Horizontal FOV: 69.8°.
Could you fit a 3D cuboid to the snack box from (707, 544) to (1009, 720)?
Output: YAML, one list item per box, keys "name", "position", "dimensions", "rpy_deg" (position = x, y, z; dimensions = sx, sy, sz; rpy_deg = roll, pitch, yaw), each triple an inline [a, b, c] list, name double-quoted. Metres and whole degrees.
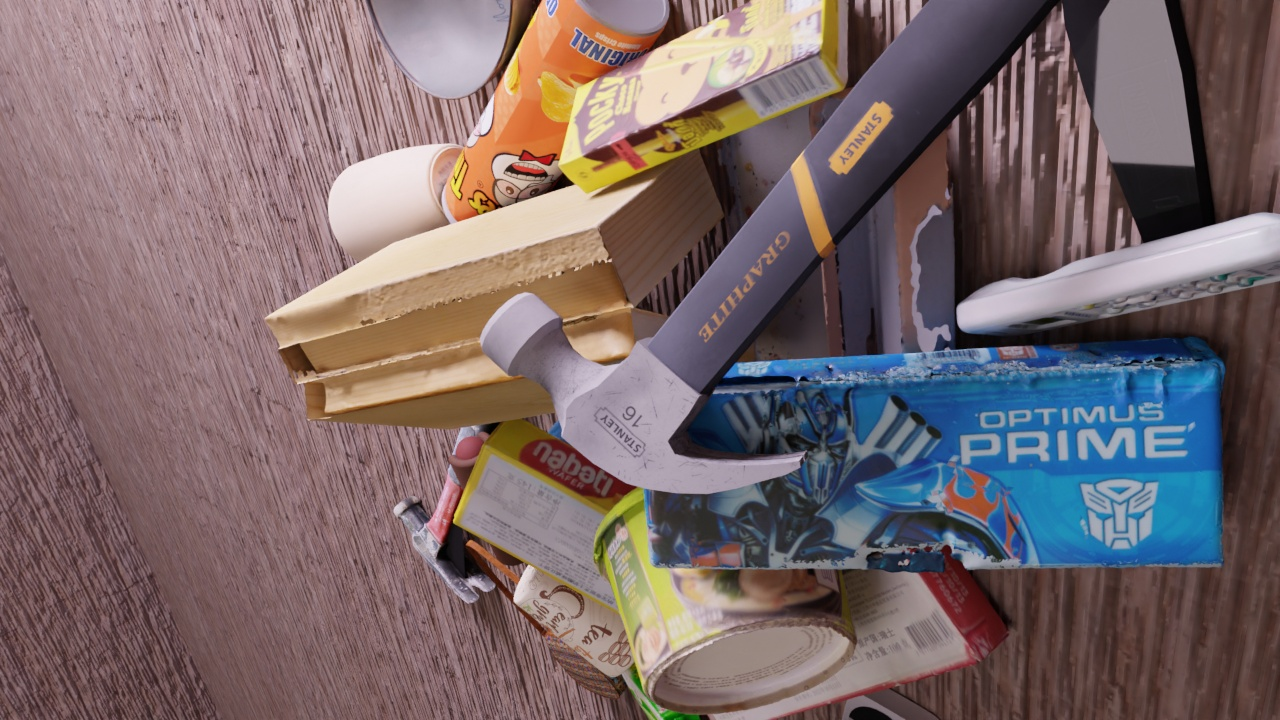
- name: "snack box"
  position: [0.116, 0.189, 0.612]
  dimensions: [0.076, 0.044, 0.274]
  rpy_deg: [57, 141, 11]

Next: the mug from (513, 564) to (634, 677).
- name: "mug"
  position: [-0.045, 0.185, 0.746]
  dimensions: [0.097, 0.122, 0.081]
  rpy_deg: [34, 100, -10]

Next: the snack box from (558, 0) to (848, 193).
- name: "snack box"
  position: [0.028, -0.133, 0.448]
  dimensions: [0.149, 0.061, 0.025]
  rpy_deg: [-15, 141, 34]

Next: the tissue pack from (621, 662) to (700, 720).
- name: "tissue pack"
  position: [0.027, 0.292, 0.750]
  dimensions: [0.099, 0.034, 0.114]
  rpy_deg: [64, 164, -21]

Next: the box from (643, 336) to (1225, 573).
- name: "box"
  position: [0.119, 0.046, 0.404]
  dimensions: [0.244, 0.066, 0.091]
  rpy_deg: [-3, 114, 13]

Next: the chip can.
- name: "chip can"
  position: [-0.060, -0.151, 0.561]
  dimensions: [0.062, 0.062, 0.211]
  rpy_deg: [55, 142, 5]

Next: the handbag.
- name: "handbag"
  position: [-0.082, 0.222, 0.817]
  dimensions: [0.196, 0.043, 0.094]
  rpy_deg: [48, 151, -14]

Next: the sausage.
- name: "sausage"
  position: [-0.128, 0.124, 0.808]
  dimensions: [0.040, 0.040, 0.156]
  rpy_deg: [25, 144, 36]

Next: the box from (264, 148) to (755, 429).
- name: "box"
  position: [-0.078, -0.022, 0.532]
  dimensions: [0.249, 0.140, 0.148]
  rpy_deg: [-11, 101, 34]

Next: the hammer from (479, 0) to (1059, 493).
- name: "hammer"
  position: [0.074, -0.078, 0.360]
  dimensions: [0.139, 0.035, 0.313]
  rpy_deg: [42, 106, 11]

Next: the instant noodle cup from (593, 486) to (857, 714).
- name: "instant noodle cup"
  position: [0.050, 0.131, 0.517]
  dimensions: [0.147, 0.146, 0.097]
  rpy_deg: [112, 154, -46]

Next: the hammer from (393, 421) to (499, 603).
- name: "hammer"
  position: [-0.167, 0.118, 0.878]
  dimensions: [0.140, 0.036, 0.327]
  rpy_deg: [47, 140, 16]

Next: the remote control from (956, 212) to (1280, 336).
- name: "remote control"
  position: [0.197, -0.033, 0.374]
  dimensions: [0.134, 0.050, 0.022]
  rpy_deg: [-16, 76, 51]

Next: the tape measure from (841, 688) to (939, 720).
- name: "tape measure"
  position: [0.168, 0.250, 0.615]
  dimensions: [0.065, 0.016, 0.064]
  rpy_deg: [26, 131, 35]

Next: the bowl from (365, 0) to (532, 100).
- name: "bowl"
  position: [-0.109, -0.239, 0.561]
  dimensions: [0.151, 0.056, 0.151]
  rpy_deg: [27, 131, 35]

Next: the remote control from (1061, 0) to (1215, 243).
- name: "remote control"
  position: [0.195, -0.103, 0.358]
  dimensions: [0.039, 0.010, 0.125]
  rpy_deg: [-8, 109, 49]

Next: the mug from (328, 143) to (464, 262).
- name: "mug"
  position: [-0.159, -0.109, 0.692]
  dimensions: [0.105, 0.085, 0.111]
  rpy_deg: [-8, 136, 38]

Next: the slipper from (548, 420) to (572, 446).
- name: "slipper"
  position: [-0.051, 0.094, 0.717]
  dimensions: [0.214, 0.059, 0.104]
  rpy_deg: [-30, 89, 53]

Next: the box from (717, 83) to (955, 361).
- name: "box"
  position: [0.100, -0.034, 0.480]
  dimensions: [0.157, 0.063, 0.217]
  rpy_deg: [20, 128, 48]

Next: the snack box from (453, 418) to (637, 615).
- name: "snack box"
  position: [-0.029, 0.124, 0.651]
  dimensions: [0.200, 0.042, 0.092]
  rpy_deg: [29, 129, 1]
